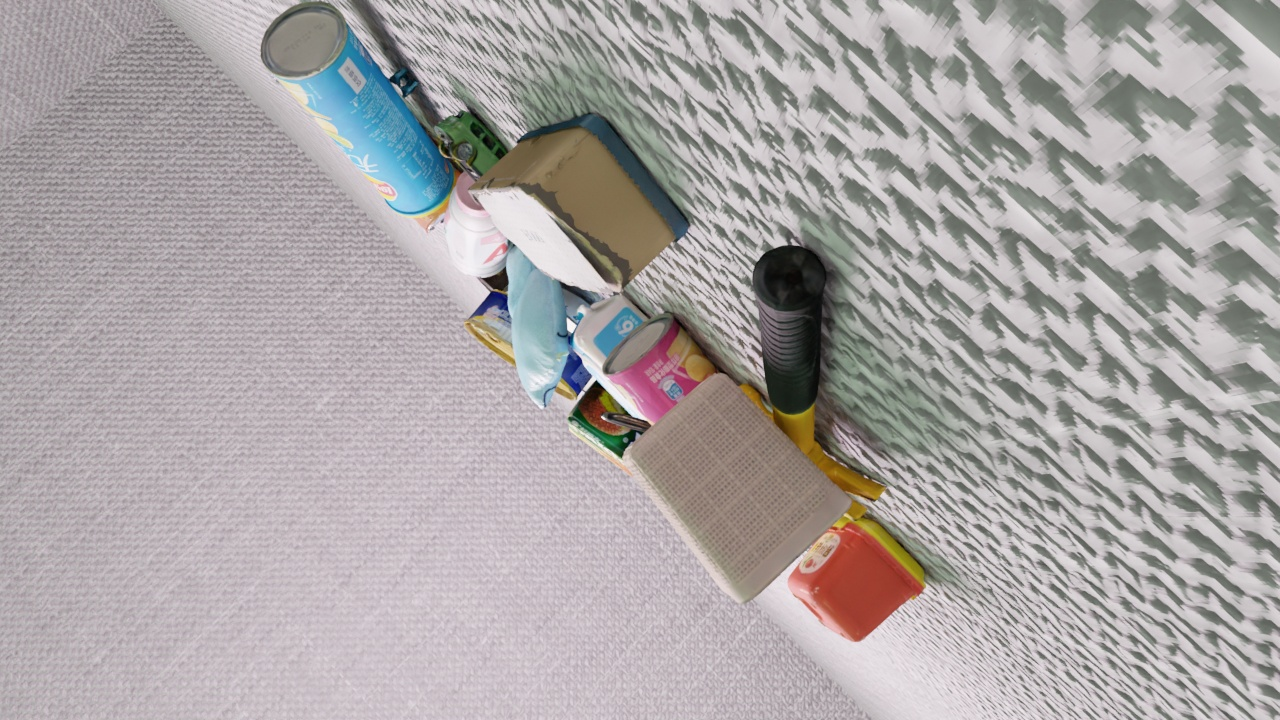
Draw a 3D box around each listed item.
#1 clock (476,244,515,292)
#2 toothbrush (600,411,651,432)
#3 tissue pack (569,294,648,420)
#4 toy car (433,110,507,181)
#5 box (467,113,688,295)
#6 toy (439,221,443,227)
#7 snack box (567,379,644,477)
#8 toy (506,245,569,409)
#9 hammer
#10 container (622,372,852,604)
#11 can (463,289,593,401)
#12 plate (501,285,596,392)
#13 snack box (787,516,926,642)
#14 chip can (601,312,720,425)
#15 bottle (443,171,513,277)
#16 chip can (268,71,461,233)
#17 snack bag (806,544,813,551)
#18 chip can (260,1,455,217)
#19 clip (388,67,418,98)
[{"bbox_3d":[-0.148,-0.093,1.043,0.082,0.055,0.122,40,172,30],"label":"clock"},{"bbox_3d":[0.043,0.068,0.761,0.181,0.018,0.016,19,154,-31],"label":"toothbrush"},{"bbox_3d":[-0.005,0.005,0.799,0.140,0.063,0.090,46,173,-3],"label":"tissue pack"},{"bbox_3d":[-0.120,-0.150,0.705,0.091,0.036,0.043,51,169,-29],"label":"toy car"},{"bbox_3d":[-0.042,-0.092,0.549,0.090,0.061,0.184,48,169,-23],"label":"box"},{"bbox_3d":[-0.224,-0.177,1.068,0.108,0.039,0.084,45,-173,-33],"label":"toy"},{"bbox_3d":[0.034,0.114,0.973,0.240,0.063,0.114,36,170,4],"label":"snack box"},{"bbox_3d":[-0.095,-0.041,0.843,0.156,0.049,0.161,-148,58,-68],"label":"toy"},{"bbox_3d":[0.089,0.018,0.528,0.129,0.032,0.301,41,171,22],"label":"hammer"},{"bbox_3d":[0.053,0.074,0.567,0.111,0.090,0.090,49,172,3],"label":"container"},{"bbox_3d":[-0.112,-0.017,0.949,0.148,0.049,0.075,31,163,19],"label":"can"},{"bbox_3d":[-0.057,-0.008,1.019,0.162,0.034,0.266,26,162,35],"label":"plate"},{"bbox_3d":[0.167,0.173,0.725,0.082,0.080,0.091,44,171,0],"label":"snack box"},{"bbox_3d":[0.062,0.061,0.721,0.210,0.071,0.071,48,171,-18],"label":"chip can"},{"bbox_3d":[-0.151,-0.130,0.860,0.068,0.068,0.197,45,168,-2],"label":"bottle"},{"bbox_3d":[-0.263,-0.226,0.909,0.214,0.071,0.071,46,172,-8],"label":"chip can"},{"bbox_3d":[0.162,0.170,0.911,0.048,0.026,0.104,49,174,17],"label":"snack bag"},{"bbox_3d":[-0.229,-0.201,0.771,0.071,0.071,0.210,42,173,23],"label":"chip can"},{"bbox_3d":[-0.200,-0.234,0.771,0.042,0.014,0.056,47,170,-20],"label":"clip"}]
